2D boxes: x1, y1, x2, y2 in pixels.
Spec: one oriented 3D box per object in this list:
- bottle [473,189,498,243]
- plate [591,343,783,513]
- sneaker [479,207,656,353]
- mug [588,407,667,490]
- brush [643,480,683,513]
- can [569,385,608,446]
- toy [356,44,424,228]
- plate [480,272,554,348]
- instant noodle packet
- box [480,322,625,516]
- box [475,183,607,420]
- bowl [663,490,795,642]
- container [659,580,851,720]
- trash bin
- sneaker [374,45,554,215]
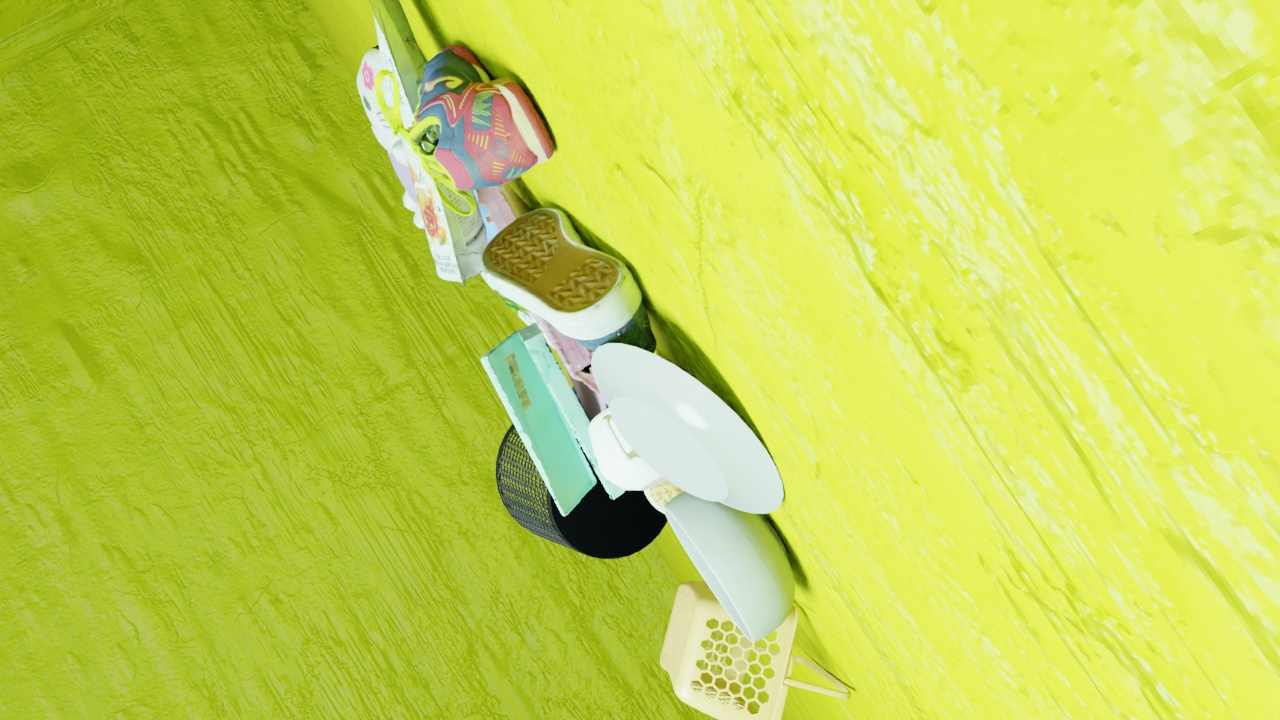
[{"bbox_3d":[-0.176,-0.168,1.120,0.131,0.048,0.048,60,172,-16],"label":"bottle"},{"bbox_3d":[0.025,0.058,0.661,0.173,0.019,0.173,35,156,18],"label":"plate"},{"bbox_3d":[-0.061,-0.057,0.744,0.079,0.087,0.235,56,171,-33],"label":"sneaker"},{"bbox_3d":[-0.005,0.077,0.842,0.076,0.090,0.123,63,-168,15],"label":"mug"},{"bbox_3d":[0.081,0.202,1.007,0.272,0.062,0.077,57,178,-31],"label":"brush"},{"bbox_3d":[-0.064,0.056,1.021,0.059,0.053,0.100,48,164,-1],"label":"can"},{"bbox_3d":[-0.268,-0.266,1.074,0.137,0.085,0.209,-130,25,-58],"label":"toy"},{"bbox_3d":[-0.104,-0.045,1.145,0.229,0.030,0.229,41,172,7],"label":"plate"},{"bbox_3d":[-0.201,-0.210,0.847,0.146,0.057,0.269,-106,2,-60],"label":"instant noodle packet"},{"bbox_3d":[-0.094,0.062,0.914,0.189,0.079,0.077,63,176,-18],"label":"box"},{"bbox_3d":[-0.083,-0.056,0.908,0.232,0.055,0.180,60,173,23],"label":"box"},{"bbox_3d":[0.082,0.160,0.764,0.132,0.064,0.132,56,172,11],"label":"bowl"},{"bbox_3d":[0.117,0.297,0.929,0.167,0.129,0.183,16,171,-2],"label":"container"},{"bbox_3d":[-0.071,0.164,1.256,0.217,0.216,0.243,59,166,-11],"label":"trash bin"},{"bbox_3d":[-0.149,-0.190,0.711,0.116,0.091,0.242,59,173,-32],"label":"sneaker"}]
